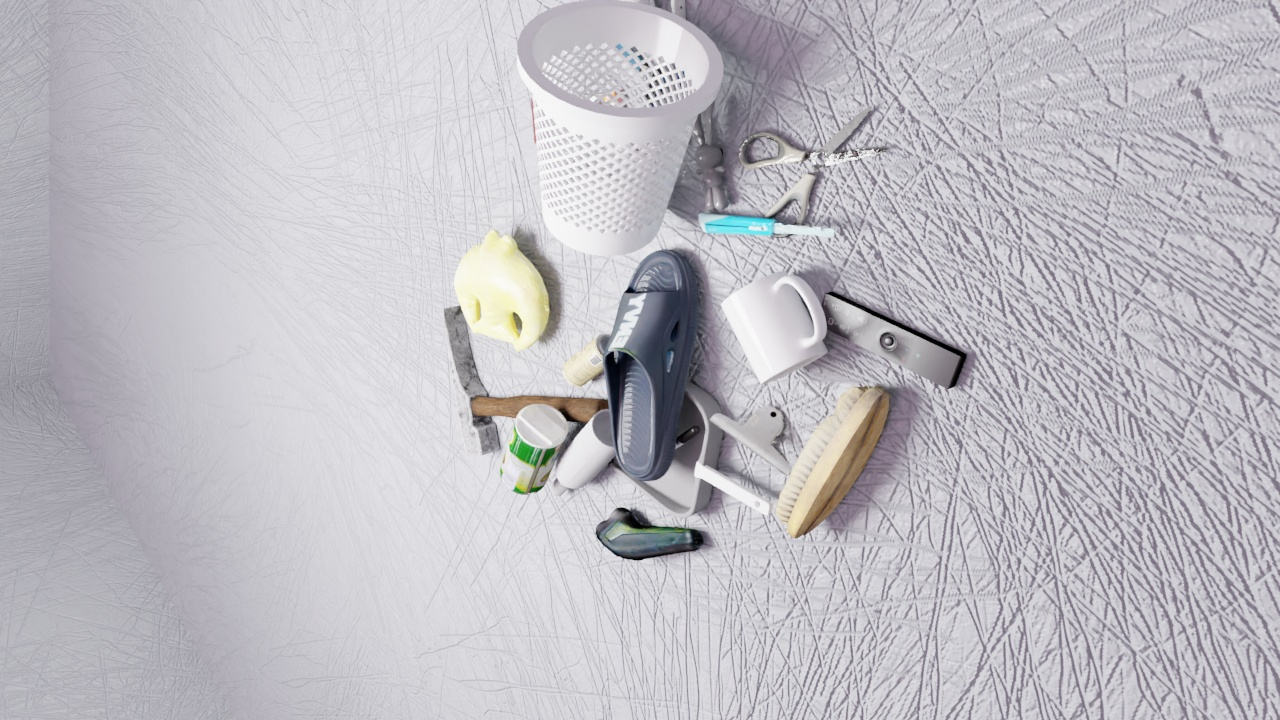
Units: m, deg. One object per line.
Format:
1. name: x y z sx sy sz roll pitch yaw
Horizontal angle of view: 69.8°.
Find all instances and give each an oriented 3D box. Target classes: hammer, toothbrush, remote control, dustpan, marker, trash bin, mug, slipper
1. hammer: -0.158 0.027 1.251 0.301 0.037 0.218 -1 101 44
2. toothbrush: 0.039 -0.321 0.968 0.017 0.016 0.189 17 114 51
3. remote control: 0.234 -0.021 0.869 0.150 0.013 0.034 31 122 34
4. dustpan: 0.055 0.110 1.068 0.258 0.033 0.163 27 120 36
5. marker: 0.027 0.107 1.074 0.153 0.011 0.011 -41 73 49
6. trash bin: -0.030 -0.225 0.940 0.195 0.195 0.200 45 148 25
7. mug: 0.141 -0.038 0.904 0.090 0.073 0.111 64 151 9
8. slipper: -0.006 0.006 1.039 0.111 0.083 0.268 14 100 49

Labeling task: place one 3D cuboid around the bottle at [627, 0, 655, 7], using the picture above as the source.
1. bottle: -0.009 -0.399 0.973 0.041 0.041 0.116 -5 98 45

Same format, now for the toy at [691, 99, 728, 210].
1. toy: 0.071 -0.213 0.959 0.049 0.030 0.112 11 116 59

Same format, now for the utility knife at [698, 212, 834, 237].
1. utility knife: 0.124 -0.137 0.925 0.179 0.015 0.022 12 123 49

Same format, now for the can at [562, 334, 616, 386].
1. can: -0.062 0.001 1.146 0.080 0.038 0.038 -36 76 44

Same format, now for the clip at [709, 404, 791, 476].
1. clip: 0.126 0.080 0.985 0.102 0.051 0.058 36 139 11

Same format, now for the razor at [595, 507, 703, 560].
1. razor: 0.011 0.214 1.137 0.152 0.053 0.067 -10 78 40

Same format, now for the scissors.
1. scissors: 0.157 -0.189 0.892 0.166 0.012 0.158 38 128 31

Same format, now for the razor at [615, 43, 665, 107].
1. razor: -0.015 -0.338 1.013 0.144 0.022 0.042 52 139 26

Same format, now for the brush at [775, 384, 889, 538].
1. brush: 0.190 0.100 0.916 0.043 0.059 0.196 47 129 36

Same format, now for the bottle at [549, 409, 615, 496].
1. bottle: -0.075 0.129 1.181 0.052 0.052 0.196 58 143 14

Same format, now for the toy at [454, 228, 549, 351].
1. toy: -0.184 -0.096 1.218 0.171 0.064 0.155 22 116 34

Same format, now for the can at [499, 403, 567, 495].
1. can: -0.140 0.116 1.192 0.067 0.067 0.121 50 142 22

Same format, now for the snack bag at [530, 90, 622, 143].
1. snack bag: -0.078 -0.288 1.093 0.158 0.013 0.057 11 111 42
